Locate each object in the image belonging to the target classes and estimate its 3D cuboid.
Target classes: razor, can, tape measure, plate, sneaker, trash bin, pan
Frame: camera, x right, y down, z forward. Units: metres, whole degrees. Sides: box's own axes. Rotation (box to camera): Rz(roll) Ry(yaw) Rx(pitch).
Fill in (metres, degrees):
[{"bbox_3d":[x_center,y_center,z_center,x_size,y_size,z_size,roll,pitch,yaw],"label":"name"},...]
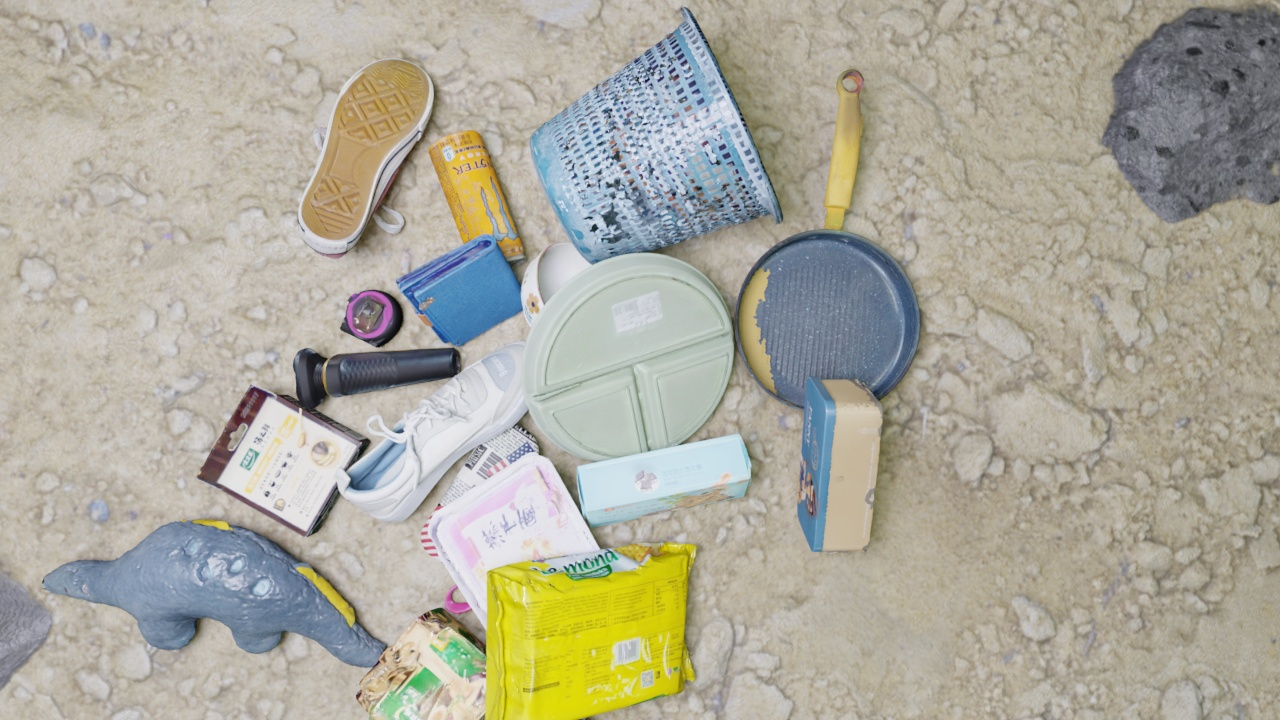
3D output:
[{"bbox_3d":[-0.272,0.010,0.955,0.167,0.067,0.062,-7,98,-12],"label":"razor"},{"bbox_3d":[-0.171,-0.164,0.962,0.058,0.058,0.146,-21,89,-3],"label":"can"},{"bbox_3d":[-0.280,-0.046,0.962,0.057,0.039,0.058,28,87,-1],"label":"tape measure"},{"bbox_3d":[-0.006,0.005,0.922,0.230,0.027,0.230,-9,116,-20],"label":"plate"},{"bbox_3d":[-0.286,-0.203,0.947,0.118,0.088,0.240,22,65,-13],"label":"sneaker"},{"bbox_3d":[0.007,-0.199,0.909,0.195,0.226,0.226,-24,89,9],"label":"trash bin"},{"bbox_3d":[0.203,-0.120,0.966,0.197,0.078,0.357,4,88,-3],"label":"pan"},{"bbox_3d":[-0.205,0.059,0.923,0.242,0.091,0.089,-43,52,1],"label":"sneaker"}]

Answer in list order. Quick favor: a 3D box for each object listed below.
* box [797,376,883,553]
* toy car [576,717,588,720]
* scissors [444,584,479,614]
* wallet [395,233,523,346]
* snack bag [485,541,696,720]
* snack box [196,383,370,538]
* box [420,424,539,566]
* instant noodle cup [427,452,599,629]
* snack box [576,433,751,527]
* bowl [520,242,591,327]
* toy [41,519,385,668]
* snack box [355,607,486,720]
[{"bbox_3d":[0.199,0.100,0.928,0.062,0.089,0.184,-3,108,-3],"label":"box"},{"bbox_3d":[-0.118,0.408,0.950,0.156,0.041,0.071,-14,88,-1],"label":"toy car"},{"bbox_3d":[-0.140,0.258,0.969,0.133,0.017,0.133,-3,83,-6],"label":"scissors"},{"bbox_3d":[-0.175,-0.067,0.924,0.106,0.133,0.040,-29,66,-3],"label":"wallet"},{"bbox_3d":[-0.041,0.268,0.892,0.246,0.068,0.158,0,92,-38],"label":"snack bag"},{"bbox_3d":[-0.365,0.102,0.946,0.125,0.053,0.113,30,87,0],"label":"snack box"},{"bbox_3d":[-0.167,0.139,0.963,0.072,0.060,0.164,37,87,-23],"label":"box"},{"bbox_3d":[-0.125,0.186,0.922,0.137,0.060,0.173,-33,110,-17],"label":"instant noodle cup"},{"bbox_3d":[0.024,0.125,0.945,0.175,0.074,0.051,-11,69,-3],"label":"snack box"},{"bbox_3d":[-0.082,-0.059,0.950,0.062,0.113,0.113,-24,88,39],"label":"bowl"},{"bbox_3d":[-0.432,0.229,0.927,0.356,0.091,0.138,11,115,-1],"label":"toy"},{"bbox_3d":[-0.201,0.314,0.919,0.117,0.105,0.118,42,88,-2],"label":"snack box"}]
